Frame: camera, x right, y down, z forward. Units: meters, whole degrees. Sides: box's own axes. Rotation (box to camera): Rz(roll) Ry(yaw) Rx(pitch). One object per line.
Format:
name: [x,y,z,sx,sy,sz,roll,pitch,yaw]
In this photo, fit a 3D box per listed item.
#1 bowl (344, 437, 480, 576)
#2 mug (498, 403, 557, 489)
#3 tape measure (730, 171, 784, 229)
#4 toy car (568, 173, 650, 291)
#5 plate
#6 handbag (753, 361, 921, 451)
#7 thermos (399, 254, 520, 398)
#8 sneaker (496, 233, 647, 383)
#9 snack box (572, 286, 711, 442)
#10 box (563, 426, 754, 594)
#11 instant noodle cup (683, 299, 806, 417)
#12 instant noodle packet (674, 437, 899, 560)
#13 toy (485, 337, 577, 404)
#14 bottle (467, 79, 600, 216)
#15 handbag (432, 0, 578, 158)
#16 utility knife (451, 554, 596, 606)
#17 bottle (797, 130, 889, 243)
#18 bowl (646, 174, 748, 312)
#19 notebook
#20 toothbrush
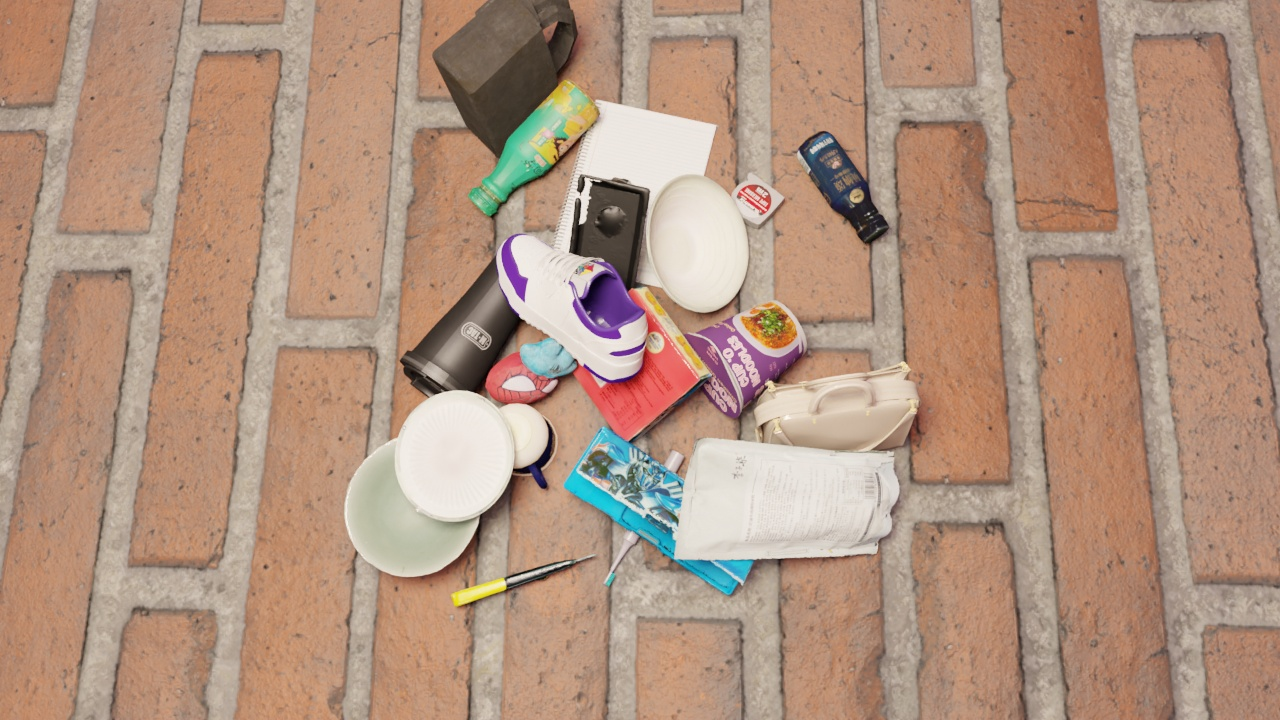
bowl: [-0.275,0.182,1.149,0.174,0.068,0.174,-1,75,4]
mug: [-0.147,0.108,1.147,0.085,0.089,0.112,-27,77,-3]
tape measure: [0.153,-0.214,1.239,0.060,0.020,0.062,39,83,11]
toy car: [-0.041,-0.146,1.179,0.094,0.071,0.192,12,118,6]
plate: [-0.223,0.115,1.106,0.157,0.014,0.157,-2,81,14]
handbag: [0.232,0.054,1.079,0.194,0.198,0.101,-8,70,2]
thermos: [-0.209,-0.046,1.185,0.106,0.106,0.218,32,76,10]
sneaker: [-0.083,-0.087,1.090,0.244,0.111,0.091,43,54,19]
snack box: [-0.007,0.007,1.153,0.145,0.040,0.142,-42,76,28]
box: [0.032,0.180,1.105,0.243,0.085,0.091,33,81,1]
instant noodle cup: [0.136,-0.015,1.145,0.121,0.137,0.122,-32,65,-15]
instant noodle packet: [0.173,0.165,1.079,0.269,0.057,0.147,5,100,-18]
toy: [-0.135,0.014,1.157,0.133,0.092,0.062,-33,68,33]
bottle: [-0.149,-0.284,1.248,0.068,0.068,0.209,44,91,11]
handbag: [-0.165,-0.403,1.212,0.199,0.197,0.102,-42,78,-7]
utility knife: [-0.143,0.270,1.141,0.188,0.029,0.020,-18,81,-1]
bottle: [0.270,-0.229,1.218,0.056,0.056,0.160,-30,78,-4]
bowl: [0.059,-0.148,1.189,0.176,0.058,0.176,3,86,-39]
notebook: [-0.011,-0.231,1.258,0.178,0.013,0.245,13,78,5]
toothbrush: [0.002,0.198,1.154,0.019,0.018,0.187,30,80,4]
